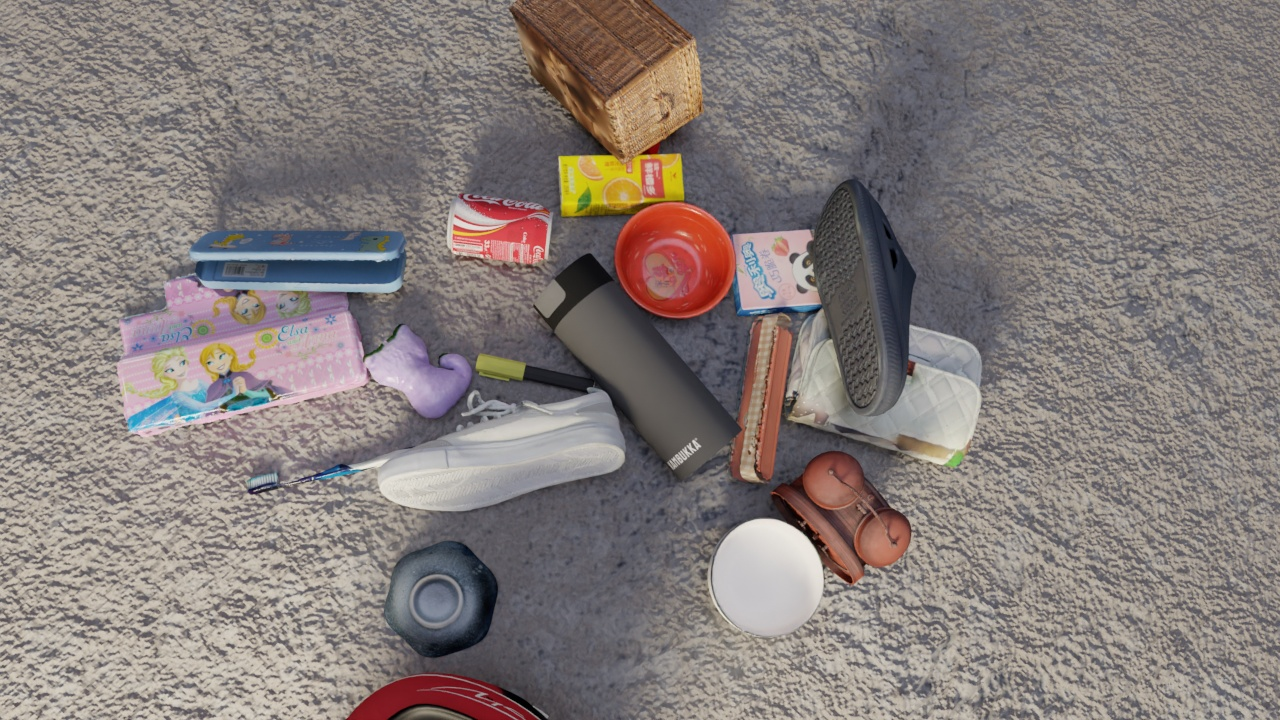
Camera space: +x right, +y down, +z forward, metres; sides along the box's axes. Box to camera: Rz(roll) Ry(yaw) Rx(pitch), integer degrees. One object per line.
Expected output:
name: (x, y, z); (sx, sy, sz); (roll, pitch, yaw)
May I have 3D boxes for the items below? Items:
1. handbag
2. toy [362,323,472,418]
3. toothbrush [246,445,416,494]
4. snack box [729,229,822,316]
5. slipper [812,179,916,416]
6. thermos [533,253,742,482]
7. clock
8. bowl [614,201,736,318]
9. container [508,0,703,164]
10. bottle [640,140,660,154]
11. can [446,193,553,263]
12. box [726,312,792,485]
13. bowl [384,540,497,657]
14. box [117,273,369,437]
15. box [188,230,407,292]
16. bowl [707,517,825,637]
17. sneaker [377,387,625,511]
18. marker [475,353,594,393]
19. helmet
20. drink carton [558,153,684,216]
handbag: (0.258, 0.023, 0.969); (0.195, 0.072, 0.138); (15, 75, -2)
toy: (-0.223, 0.009, 0.936); (0.099, 0.037, 0.080); (43, 63, -3)
toothbrush: (-0.296, 0.105, 0.917); (0.189, 0.016, 0.017); (-12, 68, -9)
snack box: (0.176, -0.098, 1.008); (0.154, 0.033, 0.088); (-4, 77, -8)
slipper: (0.238, -0.068, 0.911); (0.083, 0.111, 0.267); (4, 58, -12)
thermos: (-0.006, 0.005, 0.938); (0.082, 0.082, 0.240); (-39, 84, -14)
clock: (0.195, 0.150, 0.889); (0.072, 0.158, 0.120); (-39, 84, -8)
bowl: (0.035, -0.102, 0.987); (0.130, 0.045, 0.130); (1, 77, -6)
container: (-0.035, -0.321, 0.974); (0.112, 0.114, 0.198); (-38, 66, -9)
bottle: (0.025, -0.283, 1.034); (0.036, 0.036, 0.118); (27, 75, 0)
can: (-0.147, -0.138, 0.965); (0.105, 0.064, 0.064); (7, 76, -5)
box: (0.127, 0.040, 0.975); (0.056, 0.064, 0.187); (26, 68, -37)
bowl: (-0.193, 0.229, 0.878); (0.110, 0.055, 0.110); (1, 77, -6)
box: (-0.404, -0.026, 0.925); (0.230, 0.035, 0.159); (-14, 79, -10)
box: (-0.344, -0.113, 0.927); (0.210, 0.059, 0.068); (1, 59, -3)
bowl: (0.119, 0.215, 0.912); (0.113, 0.063, 0.113); (1, 77, -7)
sneaker: (-0.138, 0.081, 0.910); (0.242, 0.090, 0.090); (-12, 52, 0)
marker: (-0.109, 0.016, 0.958); (0.124, 0.017, 0.021); (12, 109, -5)
helmet: (-0.135, 0.380, 0.758); (0.271, 0.225, 0.197); (29, 72, 14)
drink carton: (-0.021, -0.192, 1.005); (0.134, 0.043, 0.058); (-3, 79, -6)
